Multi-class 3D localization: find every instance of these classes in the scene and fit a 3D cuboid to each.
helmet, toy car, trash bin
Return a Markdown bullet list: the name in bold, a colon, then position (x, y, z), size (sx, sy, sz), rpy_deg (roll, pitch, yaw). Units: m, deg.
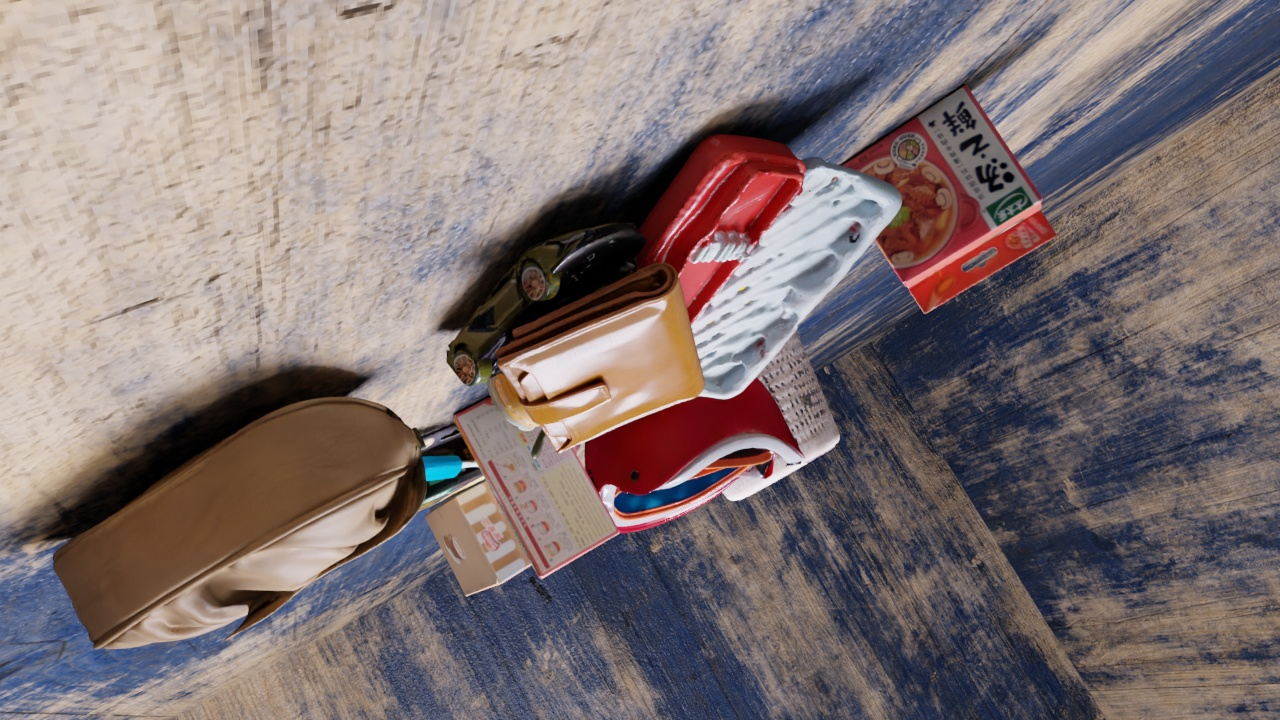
- **helmet**: position (0.033, 0.075, 0.916), size (0.206, 0.143, 0.241), rpy_deg (-10, 160, -27)
- **toy car**: position (-0.056, -0.033, 0.521), size (0.070, 0.042, 0.159), rpy_deg (-16, 162, -45)
- **trash bin**: position (0.121, 0.048, 1.073), size (0.227, 0.192, 0.227), rpy_deg (-29, 171, -5)

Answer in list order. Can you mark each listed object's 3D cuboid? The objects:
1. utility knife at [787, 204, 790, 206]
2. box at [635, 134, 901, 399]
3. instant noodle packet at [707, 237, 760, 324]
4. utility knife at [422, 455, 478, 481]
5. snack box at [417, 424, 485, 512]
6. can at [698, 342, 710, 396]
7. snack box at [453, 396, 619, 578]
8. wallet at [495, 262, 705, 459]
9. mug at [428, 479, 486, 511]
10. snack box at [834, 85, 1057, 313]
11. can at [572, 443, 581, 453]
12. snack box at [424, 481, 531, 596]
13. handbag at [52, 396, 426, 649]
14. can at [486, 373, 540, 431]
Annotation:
- **utility knife**: position (0.087, -0.105, 0.675), size (0.177, 0.013, 0.029), rpy_deg (-24, 167, -40)
- **box**: position (0.050, -0.047, 0.571), size (0.160, 0.049, 0.202), rpy_deg (4, 138, -36)
- **instant noodle packet**: position (0.078, -0.069, 0.752), size (0.110, 0.044, 0.129), rpy_deg (-17, 163, -30)
- **utility knife**: position (-0.182, 0.090, 0.763), size (0.034, 0.018, 0.207), rpy_deg (-40, 155, 29)
- **snack box**: position (-0.184, 0.100, 0.858), size (0.113, 0.053, 0.126), rpy_deg (-23, 174, -39)
- **can**: position (-0.002, 0.012, 0.748), size (0.134, 0.053, 0.053), rpy_deg (-10, 166, -14)
- **snack box**: position (-0.089, 0.099, 0.785), size (0.077, 0.155, 0.027), rpy_deg (-28, 172, -16)
- **wallet**: position (-0.025, 0.005, 0.532), size (0.119, 0.035, 0.131), rpy_deg (-27, 152, -3)
- **mug**: position (-0.192, 0.162, 1.107), size (0.103, 0.084, 0.124), rpy_deg (-29, -164, -3)
- **snack box**: position (0.227, -0.117, 0.685), size (0.113, 0.127, 0.044), rpy_deg (-33, 171, 15)
- **can**: position (-0.089, 0.069, 0.910), size (0.066, 0.066, 0.094), rpy_deg (-28, 172, -12)
- **snack box**: position (-0.142, 0.167, 0.914), size (0.094, 0.093, 0.077), rpy_deg (-26, 176, -42)
- **handbag**: position (-0.223, 0.098, 0.532), size (0.205, 0.100, 0.147), rpy_deg (-29, 175, 21)
- **can**: position (-0.040, -0.007, 0.667), size (0.146, 0.058, 0.058), rpy_deg (-33, 171, 20)
